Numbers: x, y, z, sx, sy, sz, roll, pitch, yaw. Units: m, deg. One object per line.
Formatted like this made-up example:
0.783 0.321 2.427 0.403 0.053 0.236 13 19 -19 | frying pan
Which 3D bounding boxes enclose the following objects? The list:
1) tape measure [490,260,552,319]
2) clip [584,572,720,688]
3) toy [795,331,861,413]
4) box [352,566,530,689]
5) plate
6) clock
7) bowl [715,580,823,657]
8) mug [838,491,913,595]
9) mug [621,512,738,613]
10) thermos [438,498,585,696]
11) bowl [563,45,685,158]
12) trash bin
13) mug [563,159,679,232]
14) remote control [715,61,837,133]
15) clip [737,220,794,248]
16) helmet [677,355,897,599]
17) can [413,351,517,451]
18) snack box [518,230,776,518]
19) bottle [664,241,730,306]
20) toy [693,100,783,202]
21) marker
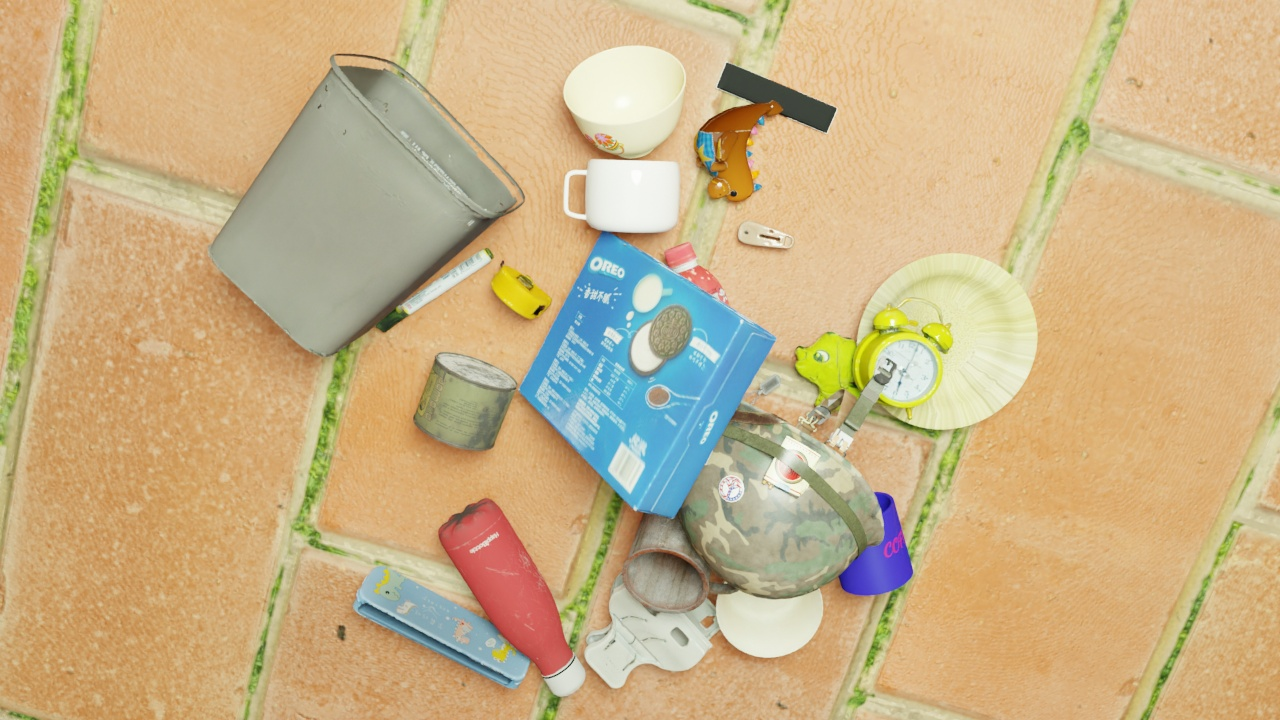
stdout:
-0.126 -0.073 0.952 0.068 0.059 0.030 41 99 -6 | tape measure
0.005 0.300 1.021 0.150 0.089 0.125 -41 96 -2 | clip
0.209 0.016 0.978 0.094 0.036 0.094 5 107 -3 | toy
-0.216 0.295 1.024 0.210 0.067 0.052 28 93 -5 | box
0.318 -0.022 0.967 0.184 0.036 0.184 0 101 1 | plate
0.264 -0.005 0.924 0.083 0.057 0.119 18 95 -2 | clock
0.138 0.261 1.013 0.115 0.062 0.115 0 101 0 | bowl
0.231 0.199 0.999 0.111 0.079 0.083 -11 102 31 | mug
0.052 0.202 0.967 0.123 0.110 0.096 21 130 2 | mug
-0.134 0.268 1.013 0.073 0.073 0.240 -29 100 6 | thermos
-0.011 -0.243 0.904 0.118 0.117 0.074 -9 143 3 | bowl
-0.265 -0.140 0.882 0.220 0.197 0.197 -43 98 15 | trash bin
-0.018 -0.164 0.913 0.115 0.094 0.068 0 103 -7 | mug
0.139 -0.267 0.933 0.124 0.011 0.028 21 101 -4 | remote control
0.131 -0.128 0.952 0.061 0.049 0.026 10 103 -30 | clip
0.141 0.105 0.896 0.236 0.193 0.224 -35 86 -10 | helmet
-0.183 0.043 0.960 0.090 0.089 0.075 22 101 -4 | can
-0.005 0.005 0.888 0.056 0.239 0.196 20 104 -42 | snack box
0.062 -0.054 0.952 0.062 0.062 0.137 -20 100 4 | bottle
0.106 -0.212 0.930 0.103 0.070 0.090 -28 117 -8 | toy
-0.219 -0.075 0.974 0.146 0.017 0.017 -32 99 7 | marker
